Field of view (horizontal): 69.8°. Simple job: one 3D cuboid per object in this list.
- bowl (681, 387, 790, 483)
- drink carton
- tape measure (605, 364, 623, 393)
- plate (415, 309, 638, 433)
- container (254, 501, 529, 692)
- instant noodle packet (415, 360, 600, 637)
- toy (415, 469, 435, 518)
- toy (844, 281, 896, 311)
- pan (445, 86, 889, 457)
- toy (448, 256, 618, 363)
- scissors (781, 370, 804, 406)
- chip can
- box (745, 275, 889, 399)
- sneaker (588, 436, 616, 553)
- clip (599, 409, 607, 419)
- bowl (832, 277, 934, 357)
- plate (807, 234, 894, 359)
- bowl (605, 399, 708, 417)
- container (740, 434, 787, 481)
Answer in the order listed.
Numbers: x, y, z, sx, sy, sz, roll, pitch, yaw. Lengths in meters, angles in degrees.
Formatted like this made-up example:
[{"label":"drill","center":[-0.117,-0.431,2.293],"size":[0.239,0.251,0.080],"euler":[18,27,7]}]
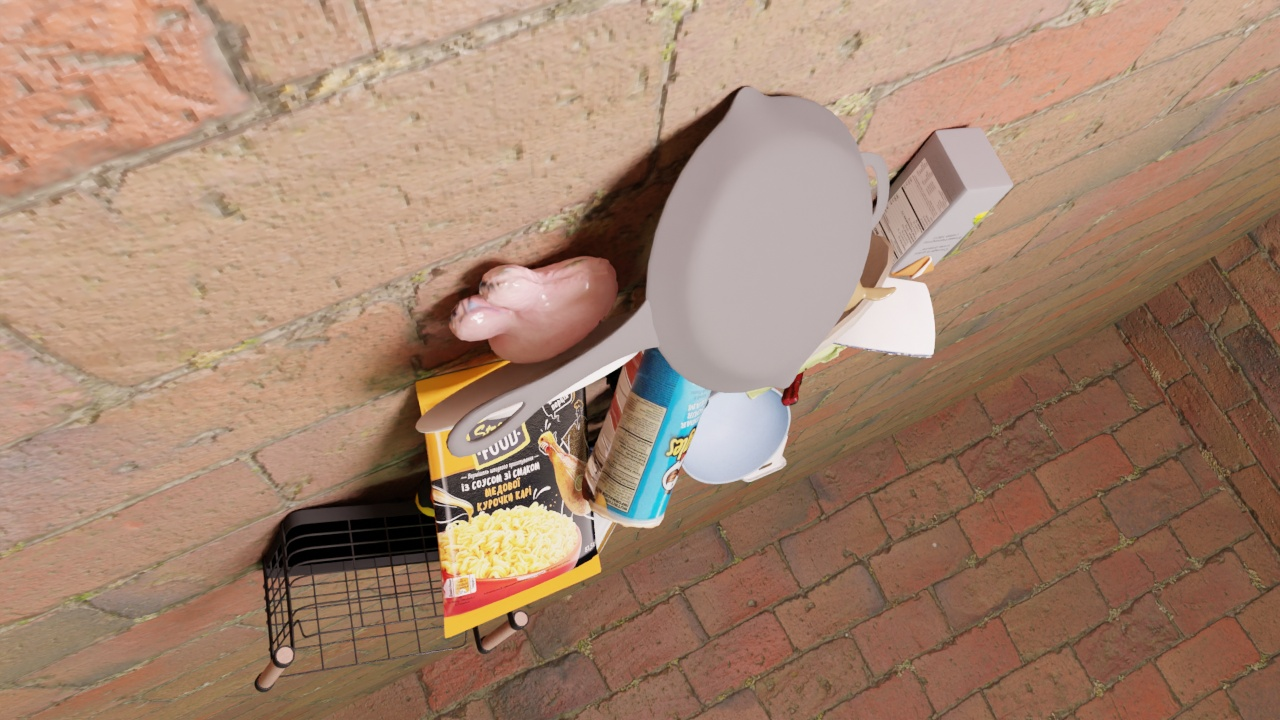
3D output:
[{"label":"bowl","center":[0.101,0.071,1.131],"size":[0.150,0.074,0.151],"euler":[-13,127,-18]},{"label":"drink carton","center":[0.250,-0.133,0.785],"size":[0.048,0.076,0.125],"euler":[-10,156,-22]},{"label":"tape measure","center":[-0.005,0.005,0.869],"size":[0.067,0.038,0.062],"euler":[-25,172,1]},{"label":"plate","center":[-0.058,0.007,0.645],"size":[0.209,0.015,0.208],"euler":[-23,-170,4]},{"label":"container","center":[-0.253,0.233,0.916],"size":[0.240,0.130,0.163],"euler":[1,151,-33]},{"label":"instant noodle packet","center":[-0.105,0.106,0.773],"size":[0.159,0.221,0.032],"euler":[-15,-161,-38]},{"label":"toy","center":[-0.144,0.117,0.849],"size":[0.097,0.099,0.119],"euler":[24,174,-25]},{"label":"toy","center":[0.127,-0.083,0.693],"size":[0.106,0.108,0.134],"euler":[-15,164,1]},{"label":"pan","center":[0.039,-0.036,0.558],"size":[0.353,0.024,0.217],"euler":[-32,128,-24]},{"label":"toy","center":[-0.073,-0.035,0.610],"size":[0.109,0.053,0.105],"euler":[-34,155,35]},{"label":"scissors","center":[0.206,-0.017,0.974],"size":[0.180,0.015,0.198],"euler":[-15,-155,33]},{"label":"chip can","center":[0.018,0.025,0.755],"size":[0.079,0.080,0.230],"euler":[-8,125,-50]},{"label":"box","center":[0.163,-0.055,0.914],"size":[0.188,0.064,0.130],"euler":[-29,122,1]},{"label":"sneaker","center":[-0.063,0.126,1.048],"size":[0.121,0.127,0.293],"euler":[-65,173,19]},{"label":"clip","center":[-0.014,0.065,1.033],"size":[0.061,0.041,0.024],"euler":[-24,166,7]},{"label":"bowl","center":[0.214,-0.044,0.840],"size":[0.116,0.066,0.116],"euler":[8,-174,-1]},{"label":"plate","center":[0.135,-0.039,0.782],"size":[0.189,0.027,0.188],"euler":[-34,-160,14]},{"label":"bowl","center":[0.009,0.043,0.965],"size":[0.114,0.060,0.114],"euler":[-24,165,-7]},{"label":"container","center":[0.137,0.092,1.227],"size":[0.080,0.129,0.050],"euler":[-17,143,-34]}]
